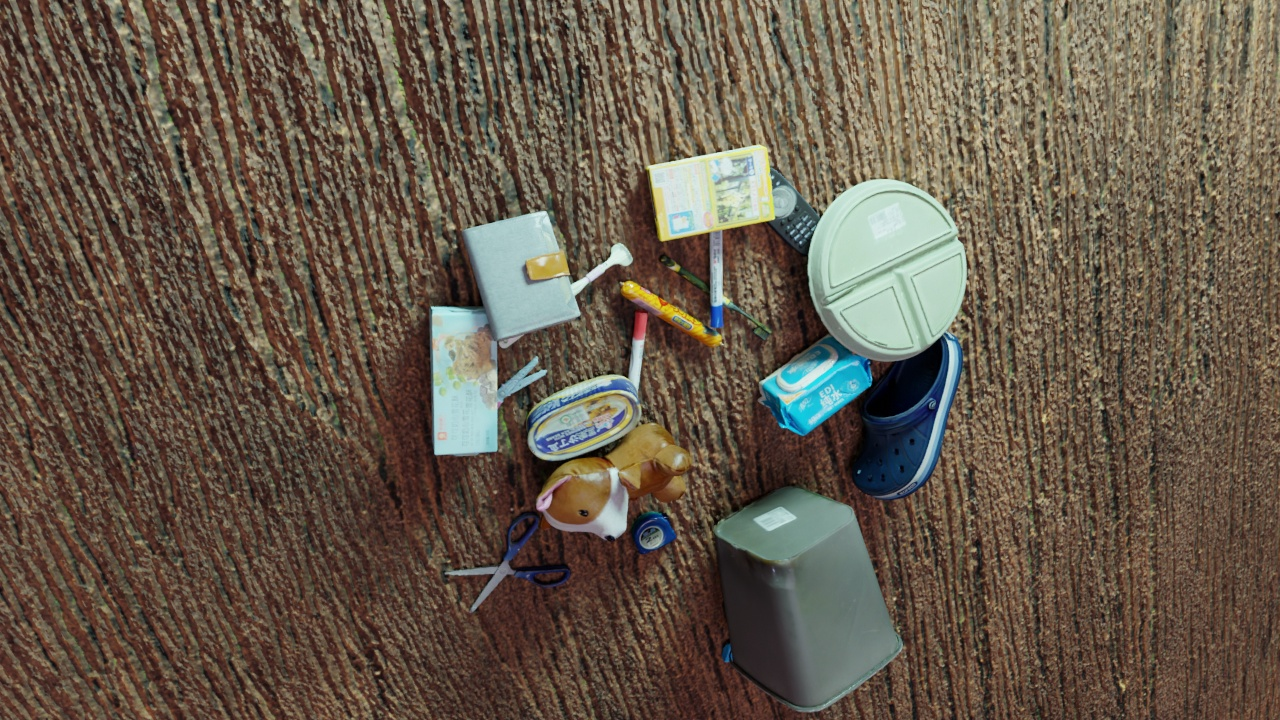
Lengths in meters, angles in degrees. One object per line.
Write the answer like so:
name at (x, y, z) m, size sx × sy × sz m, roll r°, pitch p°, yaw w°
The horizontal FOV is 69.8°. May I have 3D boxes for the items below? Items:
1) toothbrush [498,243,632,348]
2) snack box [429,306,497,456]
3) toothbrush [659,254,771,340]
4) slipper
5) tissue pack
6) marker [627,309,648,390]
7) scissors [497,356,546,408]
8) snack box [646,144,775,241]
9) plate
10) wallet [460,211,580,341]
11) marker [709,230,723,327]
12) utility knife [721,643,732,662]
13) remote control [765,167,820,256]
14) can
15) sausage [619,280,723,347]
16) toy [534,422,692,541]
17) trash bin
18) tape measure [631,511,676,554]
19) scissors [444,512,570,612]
toothbrush at (-0.089, -0.073, 1.074) m, size 0.189 × 0.020 × 0.029 m, roll -38°, pitch 87°, yaw -13°
snack box at (-0.208, 0.023, 1.077) m, size 0.074 × 0.051 × 0.175 m, roll -2°, pitch 104°, yaw -16°
toothbrush at (0.095, -0.077, 1.151) m, size 0.185 × 0.012 × 0.017 m, roll 33°, pitch 91°, yaw -25°
slipper at (0.351, 0.075, 1.233) m, size 0.095 × 0.105 × 0.253 m, roll 12°, pitch 106°, yaw -27°
tissue pack at (0.224, 0.030, 1.188) m, size 0.140 × 0.090 × 0.063 m, roll -36°, pitch 117°, yaw 1°
marker at (-0.007, 0.007, 1.156) m, size 0.017 × 0.017 × 0.145 m, roll 1°, pitch 112°, yaw -16°
scissors at (-0.178, 0.035, 1.124) m, size 0.137 × 0.017 × 0.077 m, roll -45°, pitch 108°, yaw 2°
snack box at (0.082, -0.196, 1.072) m, size 0.140 × 0.033 × 0.087 m, roll -11°, pitch 109°, yaw 0°
plate at (0.314, -0.113, 1.144) m, size 0.230 × 0.027 × 0.230 m, roll 0°, pitch 91°, yaw -21°
wallet at (-0.133, -0.097, 1.037) m, size 0.106 × 0.037 × 0.129 m, roll -17°, pitch 89°, yaw -14°
marker at (0.093, -0.112, 1.124) m, size 0.017 × 0.017 × 0.146 m, roll -6°, pitch 106°, yaw -13°
utility knife at (0.210, 0.414, 1.387) m, size 0.185 × 0.018 × 0.034 m, roll -16°, pitch 131°, yaw -10°
remote control at (0.177, -0.182, 1.123) m, size 0.053 × 0.024 × 0.136 m, roll -44°, pitch 114°, yaw 8°
can at (-0.071, 0.071, 1.138) m, size 0.148 × 0.049 × 0.075 m, roll -22°, pitch 114°, yaw 2°
sausage at (0.040, -0.056, 1.140) m, size 0.165 × 0.021 × 0.021 m, roll 29°, pitch 102°, yaw -25°
toy at (-0.037, 0.162, 1.150) m, size 0.199 × 0.130 × 0.140 m, roll -15°, pitch 150°, yaw -12°
trash bin at (0.213, 0.310, 1.245) m, size 0.198 × 0.199 × 0.220 m, roll -25°, pitch 110°, yaw -26°
tape measure at (0.015, 0.233, 1.253) m, size 0.058 × 0.025 × 0.054 m, roll -27°, pitch 115°, yaw -7°
scissors at (-0.171, 0.275, 1.227) m, size 0.162 × 0.012 × 0.176 m, roll 22°, pitch 106°, yaw -23°
